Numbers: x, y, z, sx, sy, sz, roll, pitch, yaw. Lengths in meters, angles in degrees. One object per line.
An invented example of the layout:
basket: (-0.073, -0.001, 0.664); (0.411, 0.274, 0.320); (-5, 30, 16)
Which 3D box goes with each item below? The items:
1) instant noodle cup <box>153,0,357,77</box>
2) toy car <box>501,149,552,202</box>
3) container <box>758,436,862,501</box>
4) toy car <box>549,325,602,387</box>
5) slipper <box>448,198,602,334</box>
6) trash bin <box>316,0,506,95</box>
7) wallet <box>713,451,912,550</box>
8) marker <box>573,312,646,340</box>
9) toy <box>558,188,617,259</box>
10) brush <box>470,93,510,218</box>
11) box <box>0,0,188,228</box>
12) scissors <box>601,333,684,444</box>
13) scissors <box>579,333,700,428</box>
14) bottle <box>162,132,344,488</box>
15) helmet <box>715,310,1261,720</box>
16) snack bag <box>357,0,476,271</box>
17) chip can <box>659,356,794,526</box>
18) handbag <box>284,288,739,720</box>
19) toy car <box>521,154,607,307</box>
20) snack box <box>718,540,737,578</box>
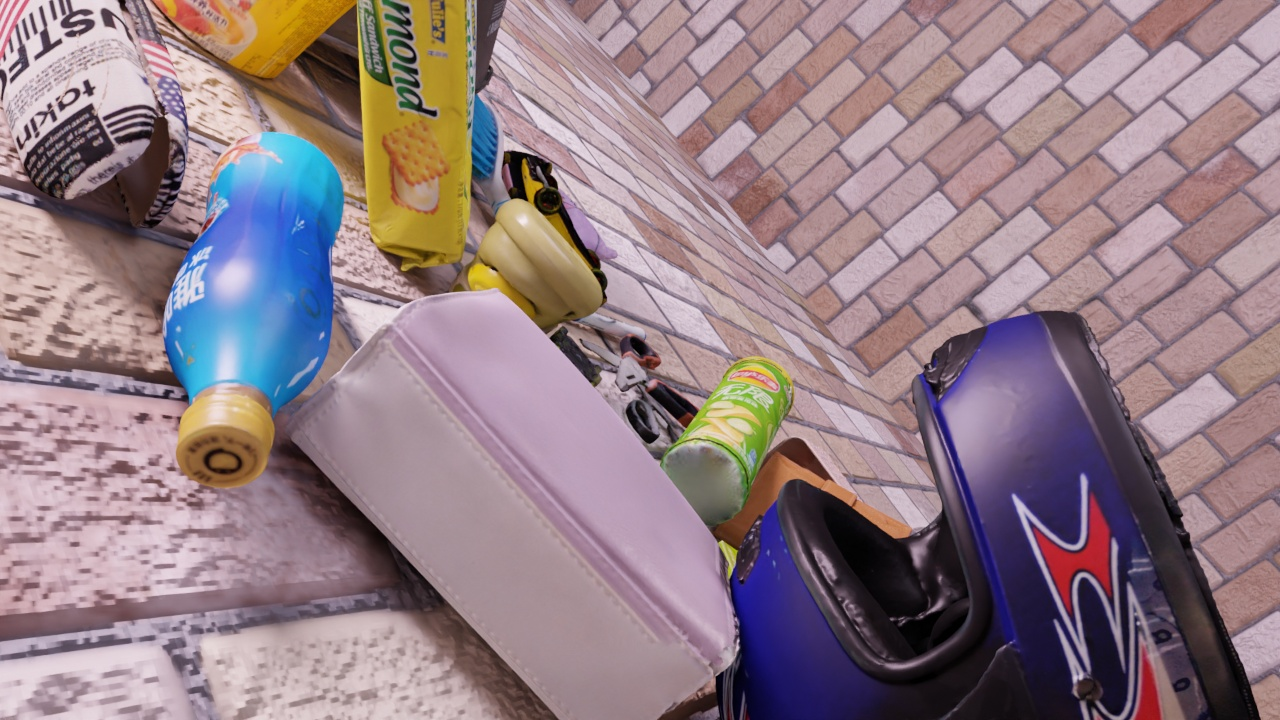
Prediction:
instant noodle cup: (-0.262, -0.272, 0.626); (0.138, 0.110, 0.137); (45, 16, -17)
toy car: (-0.111, -0.169, 0.916); (0.056, 0.037, 0.122); (10, 38, -23)
container: (0.150, 0.130, 0.848); (0.090, 0.090, 0.111); (55, 14, 21)
toy car: (-0.055, 0.003, 0.692); (0.048, 0.032, 0.105); (48, 4, -6)
slipper: (-0.086, -0.046, 0.643); (0.091, 0.081, 0.191); (45, -11, -6)
trash bin: (-0.184, -0.365, 0.760); (0.198, 0.220, 0.198); (22, 23, -12)
wallet: (0.140, 0.139, 0.739); (0.132, 0.031, 0.107); (31, 47, 18)
marker: (-0.035, -0.035, 0.853); (0.017, 0.017, 0.145); (56, 19, 25)
toy: (-0.081, -0.142, 0.954); (0.083, 0.039, 0.108); (-14, 64, -49)
brush: (-0.144, -0.171, 0.833); (0.109, 0.061, 0.314); (41, 20, -39)
box: (-0.242, -0.130, 0.429); (0.163, 0.075, 0.081); (55, 7, 30)
scissors: (0.012, 0.039, 0.824); (0.159, 0.014, 0.180); (47, 14, -5)
scissors: (0.004, 0.014, 0.801); (0.221, 0.015, 0.189); (43, 11, -33)
bottle: (-0.166, -0.030, 0.398); (0.065, 0.065, 0.218); (38, 18, -34)
helmet: (0.157, 0.155, 0.477); (0.247, 0.241, 0.315); (-17, 88, -75)
snack bag: (-0.145, -0.193, 0.610); (0.068, 0.247, 0.157); (3, 32, -9)
chip can: (0.077, 0.062, 0.773); (0.072, 0.073, 0.220); (49, 25, -1)
handbag: (-0.049, 0.064, 0.435); (0.197, 0.099, 0.144); (48, 17, 0)
toy car: (-0.073, -0.115, 0.841); (0.156, 0.041, 0.071); (63, 2, -25)
snack box: (0.108, 0.201, 0.675); (0.156, 0.026, 0.085); (39, 18, -34)
